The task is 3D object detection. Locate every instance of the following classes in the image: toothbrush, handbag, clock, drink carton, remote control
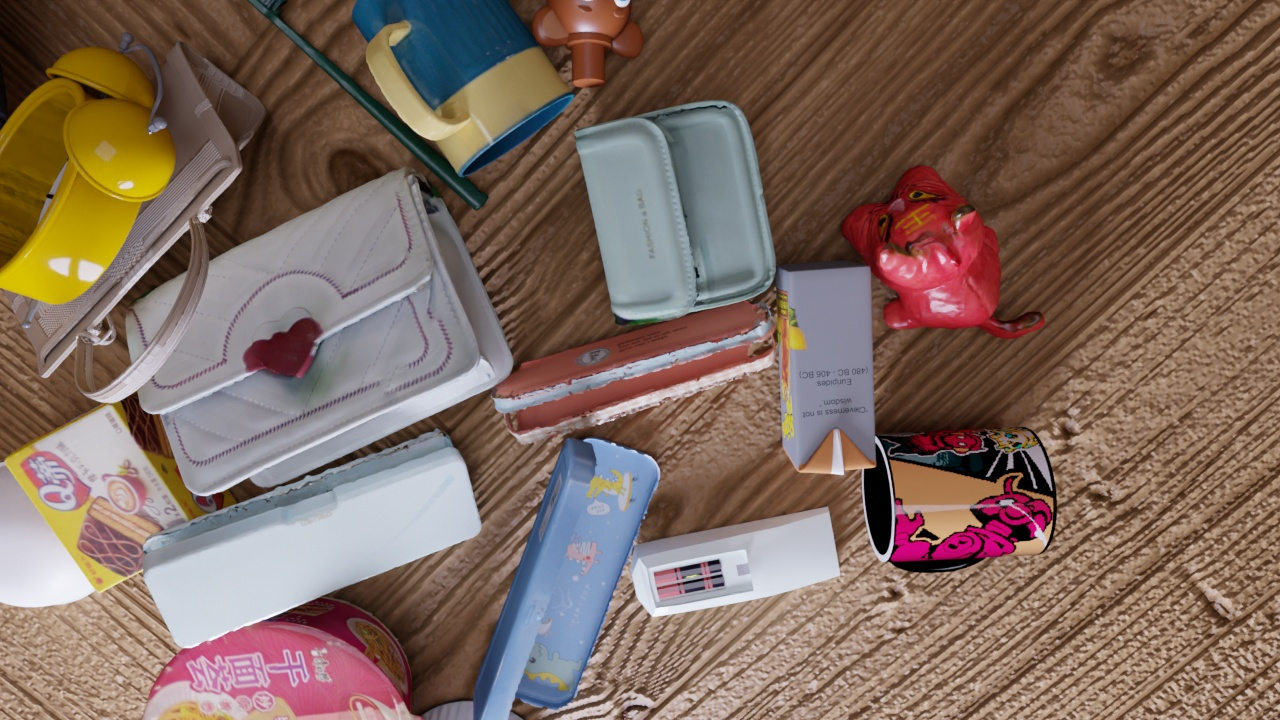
[{"bbox_3d":[-0.166,-0.163,0.563,0.190,0.016,0.017,43,98,-10],"label":"toothbrush"},{"bbox_3d":[-0.277,-0.057,0.501,0.176,0.198,0.062,-42,137,9],"label":"handbag"},{"bbox_3d":[-0.293,-0.096,0.474,0.152,0.113,0.052,-46,144,12],"label":"clock"},{"bbox_3d":[0.115,0.003,0.576,0.048,0.076,0.125,-4,100,1],"label":"drink carton"},{"bbox_3d":[0.023,-0.090,0.556,0.106,0.067,0.122,-12,104,4],"label":"handbag"},{"bbox_3d":[0.065,0.142,0.634,0.143,0.024,0.049,-12,104,3],"label":"remote control"},{"bbox_3d":[-0.194,-0.017,0.554,0.199,0.096,0.142,-26,85,8],"label":"handbag"}]

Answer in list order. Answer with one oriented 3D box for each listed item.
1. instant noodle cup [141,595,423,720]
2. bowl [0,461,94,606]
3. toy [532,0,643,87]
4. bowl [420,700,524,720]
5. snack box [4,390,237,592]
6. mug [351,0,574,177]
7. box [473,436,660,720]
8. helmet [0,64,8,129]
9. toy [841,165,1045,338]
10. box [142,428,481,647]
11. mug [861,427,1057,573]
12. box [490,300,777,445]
[{"bbox_3d":[-0.234,0.241,0.633,0.178,0.077,0.179,0,105,1],"label":"instant noodle cup"},{"bbox_3d":[-0.421,0.125,0.622,0.110,0.040,0.110,0,104,0],"label":"bowl"},{"bbox_3d":[-0.028,-0.222,0.515,0.094,0.065,0.127,-2,92,-27],"label":"toy"},{"bbox_3d":[-0.126,0.313,0.657,0.118,0.062,0.118,0,104,0],"label":"bowl"},{"bbox_3d":[-0.336,0.080,0.600,0.083,0.061,0.106,-27,102,5],"label":"snack box"},{"bbox_3d":[-0.106,-0.166,0.513,0.083,0.113,0.107,-27,102,32],"label":"mug"},{"bbox_3d":[-0.052,0.158,0.614,0.078,0.074,0.209,18,103,-9],"label":"box"},{"bbox_3d":[-0.452,-0.129,0.495,0.265,0.164,0.170,-33,100,7],"label":"helmet"},{"bbox_3d":[0.188,-0.048,0.552,0.133,0.094,0.088,41,100,-10],"label":"toy"},{"bbox_3d":[-0.203,0.114,0.585,0.198,0.066,0.083,-21,96,-18],"label":"box"},{"bbox_3d":[0.202,0.100,0.603,0.098,0.081,0.118,-3,131,1],"label":"mug"},{"bbox_3d":[-0.005,-0.002,0.585,0.188,0.062,0.058,-19,59,3],"label":"box"}]
